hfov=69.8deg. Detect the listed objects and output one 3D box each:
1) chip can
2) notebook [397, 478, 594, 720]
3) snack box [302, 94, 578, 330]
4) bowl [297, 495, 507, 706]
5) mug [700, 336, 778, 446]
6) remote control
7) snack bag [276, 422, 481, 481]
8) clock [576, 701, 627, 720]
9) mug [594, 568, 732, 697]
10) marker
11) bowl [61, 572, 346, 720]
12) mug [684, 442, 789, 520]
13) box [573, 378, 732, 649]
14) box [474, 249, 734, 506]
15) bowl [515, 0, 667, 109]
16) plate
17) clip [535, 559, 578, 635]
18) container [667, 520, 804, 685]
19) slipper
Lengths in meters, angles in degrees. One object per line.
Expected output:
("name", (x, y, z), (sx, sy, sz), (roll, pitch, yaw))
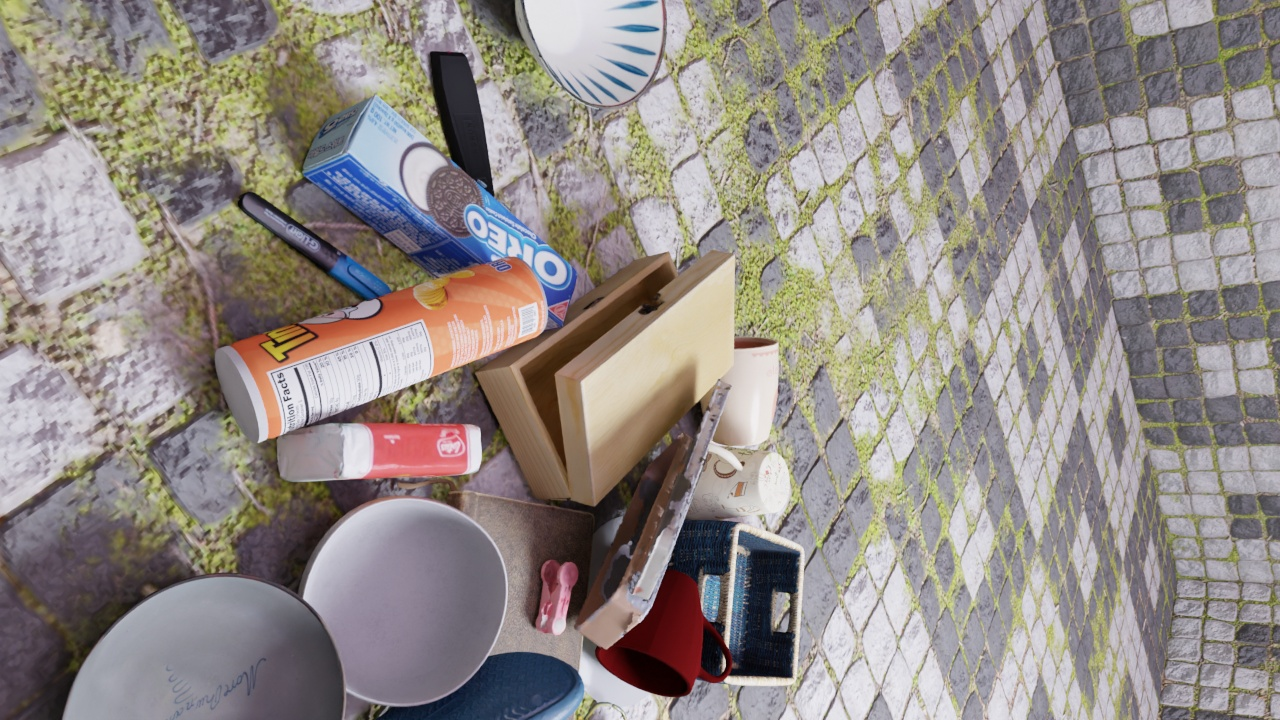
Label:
("chip can", (-0.164, -0.013, 0.612), (0.209, 0.062, 0.062), (-24, 104, -35))
("notebook", (-0.117, 0.208, 0.701), (0.190, 0.035, 0.215), (23, 68, -46))
("snack box", (-0.142, -0.100, 0.694), (0.226, 0.060, 0.059), (41, 51, -40))
("bowl", (-0.160, 0.158, 0.614), (0.131, 0.064, 0.131), (4, 78, -22))
("mug", (0.103, 0.029, 0.969), (0.111, 0.085, 0.104), (-48, 137, -77))
("remote control", (-0.142, -0.187, 0.742), (0.039, 0.010, 0.125), (-21, 102, -50))
("snack bag", (-0.173, 0.062, 0.617), (0.115, 0.077, 0.036), (6, 78, -50))
("clock", (-0.035, 0.352, 0.768), (0.088, 0.052, 0.124), (34, 59, -42))
("mug", (0.029, 0.234, 0.790), (0.114, 0.087, 0.088), (27, 53, -1))
("marker", (-0.220, -0.075, 0.628), (0.123, 0.015, 0.018), (39, 57, -39))
("bowl", (-0.248, 0.196, 0.518), (0.150, 0.057, 0.150), (6, 80, -39))
("mug", (0.082, 0.110, 0.907), (0.122, 0.097, 0.080), (48, 51, -36))
("box", (0.019, 0.120, 0.768), (0.058, 0.154, 0.215), (34, 36, -3))
("box", (-0.002, 0.007, 0.801), (0.248, 0.123, 0.140), (-40, 110, -46))
("bowl", (-0.059, -0.306, 0.804), (0.177, 0.071, 0.177), (-5, 97, -47))
("plate", (-0.004, 0.231, 0.848), (0.172, 0.019, 0.172), (9, 78, -50))
("clip", (-0.071, 0.185, 0.719), (0.022, 0.038, 0.058), (32, 59, -47))
("container", (0.094, 0.241, 0.905), (0.187, 0.071, 0.145), (31, 61, -55))
("slipper", (-0.134, 0.259, 0.596), (0.213, 0.104, 0.059), (-26, 113, -22))
